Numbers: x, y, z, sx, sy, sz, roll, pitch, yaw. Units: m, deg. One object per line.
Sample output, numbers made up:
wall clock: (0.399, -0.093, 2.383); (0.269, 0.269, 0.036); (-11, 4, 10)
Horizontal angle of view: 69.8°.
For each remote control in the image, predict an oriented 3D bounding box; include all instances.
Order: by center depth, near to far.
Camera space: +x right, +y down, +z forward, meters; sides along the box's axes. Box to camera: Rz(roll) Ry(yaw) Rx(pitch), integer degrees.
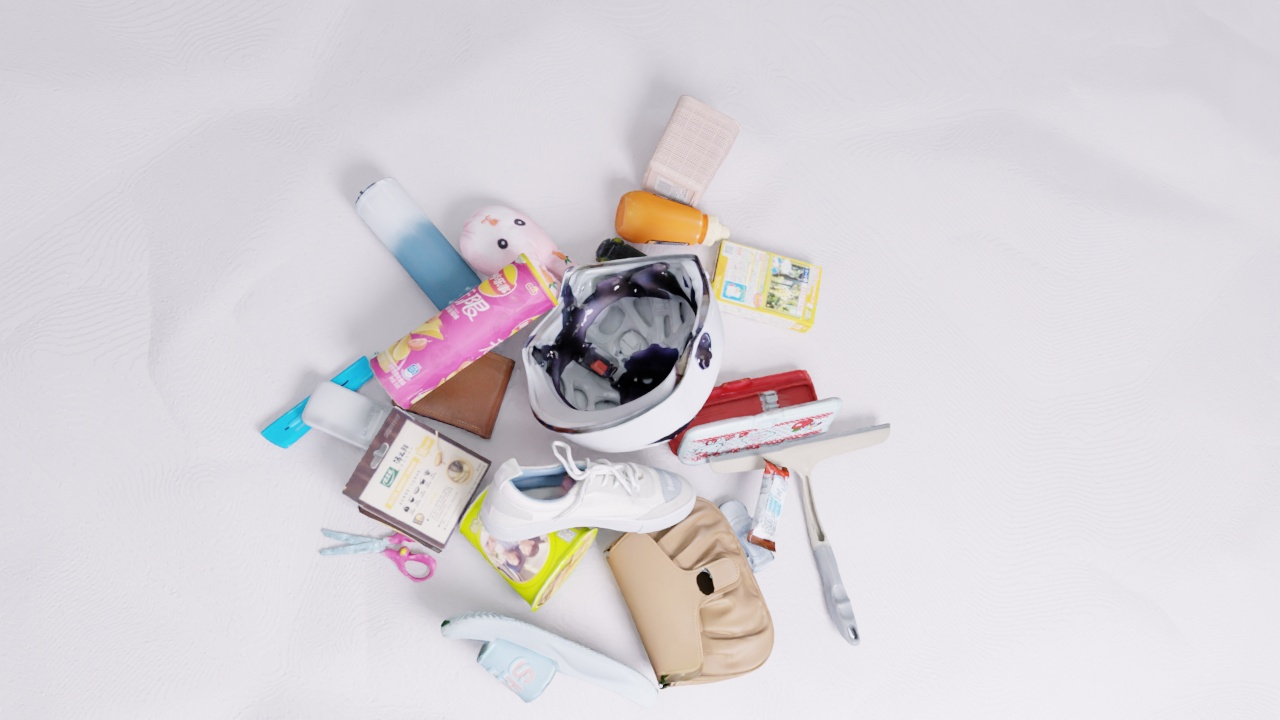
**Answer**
remote control: (-0.313, 0.072, 1.046); (0.136, 0.020, 0.055); (25, 69, -12)

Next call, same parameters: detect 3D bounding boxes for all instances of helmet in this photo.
helmet: (-0.006, 0.006, 1.050); (0.229, 0.146, 0.258); (-6, 53, 26)

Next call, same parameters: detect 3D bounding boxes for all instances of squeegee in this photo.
squeegee: (0.218, 0.215, 1.096); (0.246, 0.039, 0.246); (-9, 76, -18)

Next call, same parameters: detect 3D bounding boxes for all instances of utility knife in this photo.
utility knife: (-0.361, 0.043, 1.057); (0.034, 0.018, 0.159); (45, 69, 6)

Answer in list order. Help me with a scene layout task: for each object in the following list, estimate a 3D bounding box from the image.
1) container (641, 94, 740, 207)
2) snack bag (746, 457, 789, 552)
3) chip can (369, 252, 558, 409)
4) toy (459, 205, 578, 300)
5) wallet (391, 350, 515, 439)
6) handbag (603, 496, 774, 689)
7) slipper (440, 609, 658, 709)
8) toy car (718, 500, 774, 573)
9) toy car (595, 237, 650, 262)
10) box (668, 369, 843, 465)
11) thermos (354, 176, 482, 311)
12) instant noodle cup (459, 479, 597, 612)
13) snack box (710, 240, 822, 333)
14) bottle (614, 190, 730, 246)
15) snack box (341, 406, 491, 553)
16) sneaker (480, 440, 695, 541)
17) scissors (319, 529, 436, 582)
container: (0.062, -0.264, 1.197); (0.090, 0.090, 0.110); (27, 73, -1)
snack bag: (0.148, 0.165, 1.054); (0.048, 0.026, 0.104); (26, 68, -31)
chip can: (-0.197, -0.032, 1.029); (0.210, 0.071, 0.071); (-35, 81, -3)
toy: (-0.144, -0.129, 1.126); (0.159, 0.054, 0.121); (32, 43, -7)
wallet: (-0.220, 0.028, 1.082); (0.124, 0.032, 0.101); (19, 73, -3)
handbag: (0.058, 0.258, 1.020); (0.147, 0.100, 0.204); (-19, 71, -18)
slipper: (-0.099, 0.328, 0.972); (0.245, 0.104, 0.074); (24, 72, -9)
toy car: (0.123, 0.207, 1.085); (0.043, 0.034, 0.090); (-29, 78, -14)
toy car: (-0.015, -0.120, 1.163); (0.090, 0.035, 0.042); (30, 68, 1)
box: (0.134, 0.062, 1.097); (0.201, 0.102, 0.095); (-11, 76, -14)
thermos: (-0.254, -0.120, 1.105); (0.070, 0.070, 0.220); (-38, 83, -19)
instant noodle cup: (-0.129, 0.193, 1.009); (0.123, 0.112, 0.111); (37, 70, 11)
snack box: (0.161, -0.096, 1.189); (0.140, 0.034, 0.086); (14, 70, -4)
bottle: (0.045, -0.176, 1.181); (0.149, 0.067, 0.066); (8, 71, -16)
snack box: (-0.246, 0.132, 1.012); (0.125, 0.053, 0.113); (30, 65, -8)
sneaker: (-0.046, 0.129, 0.971); (0.241, 0.091, 0.089); (-1, 39, -27)
scissors: (-0.289, 0.197, 1.023); (0.137, 0.017, 0.083); (15, 71, -2)
